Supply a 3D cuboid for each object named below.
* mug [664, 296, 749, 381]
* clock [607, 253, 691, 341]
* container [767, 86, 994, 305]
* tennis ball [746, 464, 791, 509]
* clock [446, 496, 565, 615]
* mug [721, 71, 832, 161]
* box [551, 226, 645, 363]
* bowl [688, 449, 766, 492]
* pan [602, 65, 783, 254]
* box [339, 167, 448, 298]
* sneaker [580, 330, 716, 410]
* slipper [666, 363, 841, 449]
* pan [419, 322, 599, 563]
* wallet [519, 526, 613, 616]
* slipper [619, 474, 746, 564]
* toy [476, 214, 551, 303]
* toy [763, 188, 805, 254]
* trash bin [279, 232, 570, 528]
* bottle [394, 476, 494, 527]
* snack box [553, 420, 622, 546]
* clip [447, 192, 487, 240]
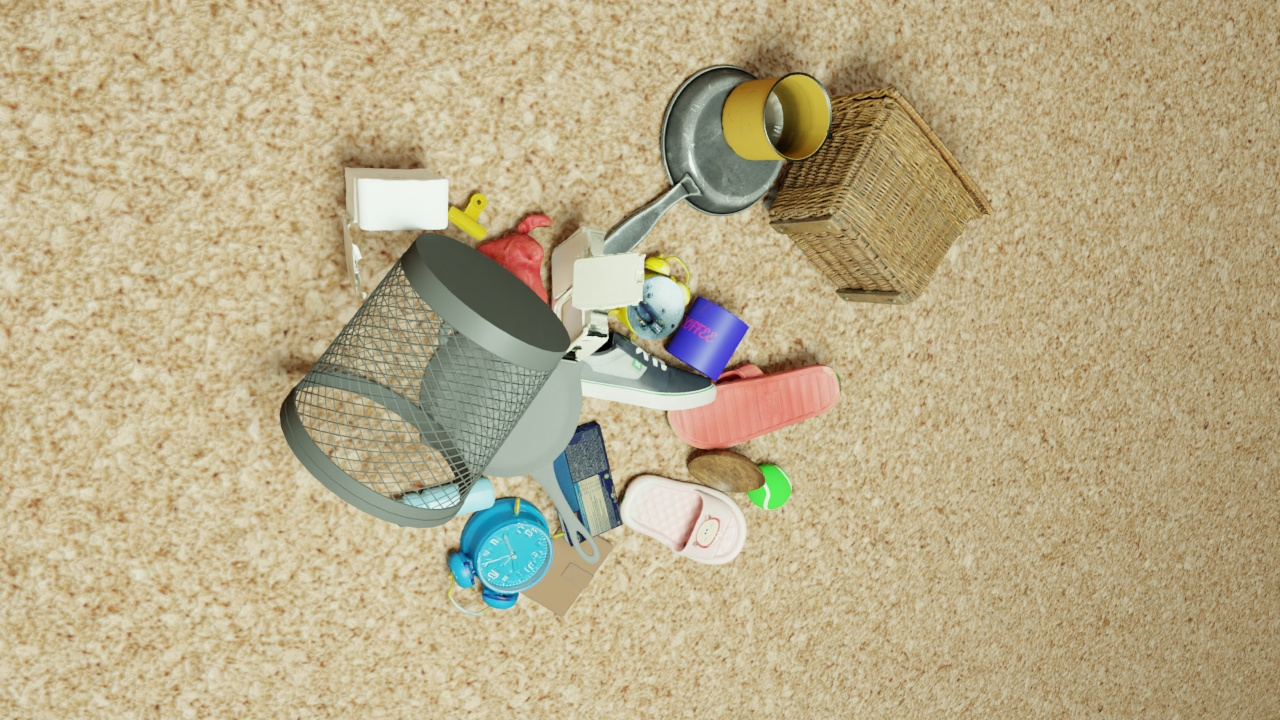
[{"bbox_3d":[0.095,-0.024,1.221,0.083,0.079,0.111,-59,149,0],"label":"mug"},{"bbox_3d":[0.018,-0.081,1.169,0.118,0.057,0.083,-46,119,-7],"label":"clock"},{"bbox_3d":[0.301,-0.198,1.198,0.250,0.162,0.183,37,76,-30],"label":"container"},{"bbox_3d":[0.186,0.184,1.333,0.065,0.065,0.065,-8,109,-25],"label":"tennis ball"},{"bbox_3d":[-0.179,0.255,1.175,0.117,0.060,0.161,41,87,-31],"label":"clock"},{"bbox_3d":[0.171,-0.289,1.113,0.123,0.094,0.100,12,95,-31],"label":"mug"},{"bbox_3d":[-0.067,-0.094,1.028,0.070,0.187,0.143,8,66,-28],"label":"box"},{"bbox_3d":[0.122,0.149,1.287,0.114,0.102,0.026,39,49,-36],"label":"bowl"},{"bbox_3d":[0.053,-0.219,1.155,0.356,0.055,0.187,-46,120,-12],"label":"pan"},{"bbox_3d":[-0.271,-0.133,0.978,0.120,0.109,0.136,-6,107,-25],"label":"box"},{"bbox_3d":[-0.007,0.007,1.161,0.235,0.084,0.079,9,105,-19],"label":"sneaker"},{"bbox_3d":[0.154,0.055,1.280,0.248,0.059,0.104,-12,114,-8],"label":"slipper"},{"bbox_3d":[-0.138,0.104,1.112,0.216,0.024,0.354,-28,103,1],"label":"pan"},{"bbox_3d":[-0.102,0.282,1.249,0.087,0.013,0.121,38,87,-26],"label":"wallet"},{"bbox_3d":[0.066,0.223,1.292,0.221,0.056,0.107,27,90,-30],"label":"slipper"},{"bbox_3d":[-0.141,-0.108,1.089,0.094,0.088,0.132,44,60,-63],"label":"toy"},{"bbox_3d":[0.208,-0.189,1.246,0.111,0.030,0.049,38,72,-31],"label":"toy"},{"bbox_3d":[-0.215,0.015,0.956,0.217,0.217,0.228,30,107,-31],"label":"trash bin"},{"bbox_3d":[-0.247,0.175,1.127,0.129,0.040,0.040,-11,110,-24],"label":"bottle"},{"bbox_3d":[-0.078,0.163,1.210,0.082,0.027,0.150,-18,107,-20],"label":"snack box"},{"bbox_3d":[-0.198,-0.169,1.057,0.054,0.045,0.049,34,47,-30],"label":"clip"}]
